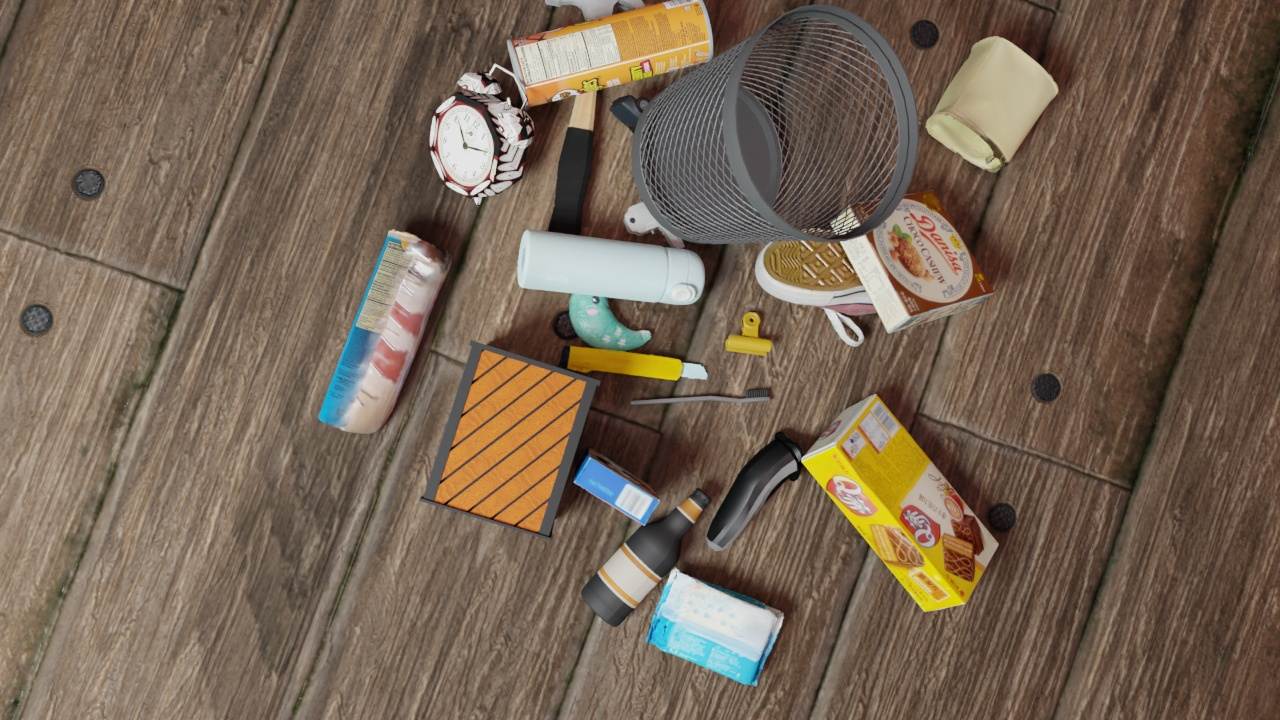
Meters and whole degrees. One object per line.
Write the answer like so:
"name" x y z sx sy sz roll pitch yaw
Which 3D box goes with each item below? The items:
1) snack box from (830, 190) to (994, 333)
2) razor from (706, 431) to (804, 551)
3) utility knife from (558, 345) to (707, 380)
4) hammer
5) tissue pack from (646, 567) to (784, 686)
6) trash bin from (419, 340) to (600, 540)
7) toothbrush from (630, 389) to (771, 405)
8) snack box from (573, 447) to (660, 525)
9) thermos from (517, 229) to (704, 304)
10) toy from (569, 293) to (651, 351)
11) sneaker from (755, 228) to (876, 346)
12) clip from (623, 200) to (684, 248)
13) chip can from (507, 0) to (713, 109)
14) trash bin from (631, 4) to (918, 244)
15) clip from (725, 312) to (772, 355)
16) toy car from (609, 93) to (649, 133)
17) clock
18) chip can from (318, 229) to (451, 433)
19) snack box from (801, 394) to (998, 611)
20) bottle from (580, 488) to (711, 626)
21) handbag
"snack box" 0.305 -0.114 1.030 0.146 0.041 0.143 -14 72 -32
"razor" 0.129 0.156 1.070 0.156 0.057 0.060 -45 124 -4
"utility knife" -0.006 0.006 1.069 0.179 0.017 0.030 7 102 -10
"hammer" -0.067 -0.283 1.071 0.131 0.039 0.328 9 89 -4
"tissue pack" 0.084 0.305 1.058 0.144 0.062 0.093 23 86 -5
"trash bin" -0.137 0.083 1.008 0.139 0.140 0.171 18 88 -3
"toothbrush" 0.071 0.046 1.085 0.167 0.013 0.013 -4 81 -3
"snack box" -0.028 0.136 1.008 0.087 0.151 0.034 33 86 -2
"thermos" -0.031 -0.103 1.033 0.206 0.077 0.065 6 124 -15
"toy" -0.041 -0.058 1.072 0.085 0.033 0.105 -19 89 -14
"sneaker" 0.230 -0.087 1.061 0.240 0.088 0.118 5 64 -23
"clip" 0.010 -0.170 1.072 0.058 0.050 0.102 -22 89 -16
"chip can" -0.033 -0.342 1.017 0.215 0.075 0.075 -16 90 -5
"trash bin" 0.126 -0.224 0.956 0.217 0.228 0.218 -1 93 -28
"clip" 0.129 -0.031 1.082 0.054 0.044 0.049 8 113 -2
"toy car" 0.015 -0.264 1.053 0.112 0.046 0.034 31 77 -28
"clock" -0.167 -0.256 1.022 0.114 0.064 0.155 50 128 14
"chip can" -0.287 -0.029 1.035 0.080 0.080 0.229 21 88 -3
"snack box" 0.297 0.163 1.047 0.230 0.062 0.109 51 51 -2
"bottle" 0.013 0.220 1.056 0.059 0.059 0.181 43 87 -2
"handbag" 0.411 -0.297 1.080 0.111 0.081 0.119 34 86 -10
